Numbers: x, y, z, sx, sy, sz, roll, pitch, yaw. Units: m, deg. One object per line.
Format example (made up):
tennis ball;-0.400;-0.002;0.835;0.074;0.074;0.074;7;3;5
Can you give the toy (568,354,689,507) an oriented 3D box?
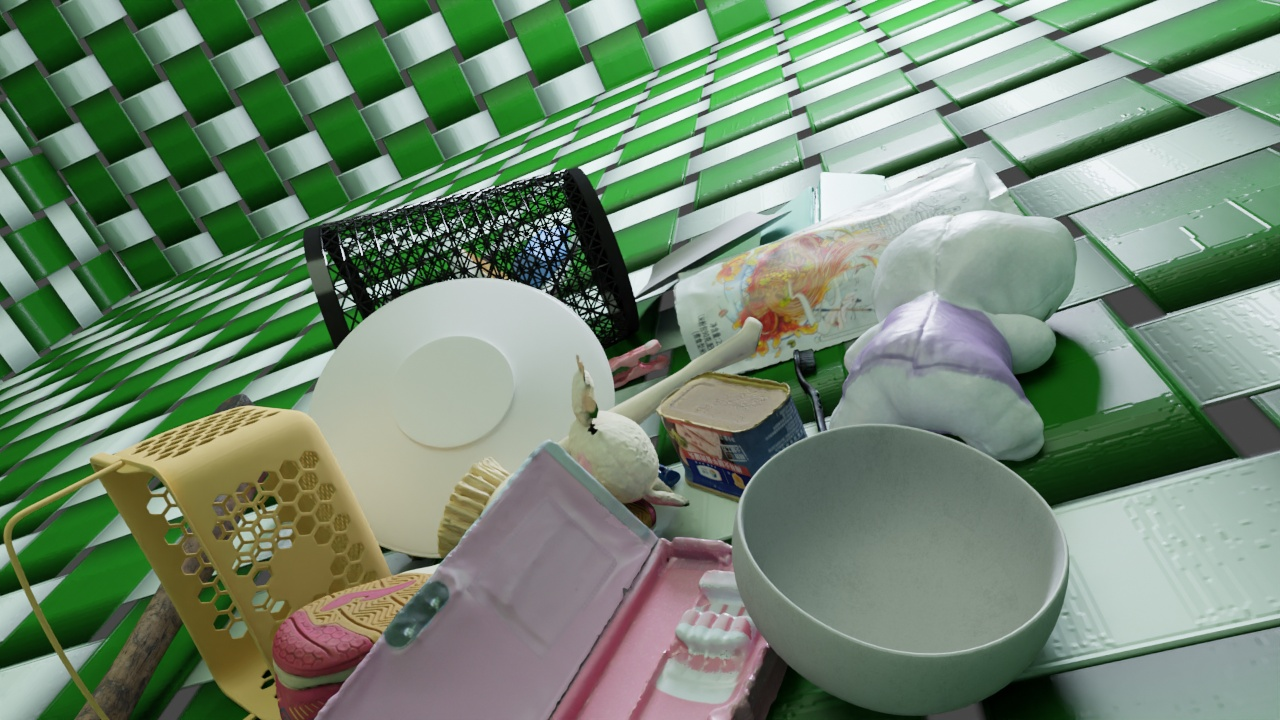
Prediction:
toy;-0.016;0.052;0.548;0.050;0.112;0.087;-45;15;0

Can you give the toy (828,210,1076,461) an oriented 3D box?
toy;0.188;-0.024;0.568;0.138;0.085;0.208;-9;33;37

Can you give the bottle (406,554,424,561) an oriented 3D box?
bottle;-0.130;0.102;0.675;0.109;0.043;0.043;-36;25;-21

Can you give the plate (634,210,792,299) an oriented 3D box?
plate;0.062;-0.107;0.873;0.173;0.019;0.173;-29;1;0

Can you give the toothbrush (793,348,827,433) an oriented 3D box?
toothbrush;0.118;0.033;0.601;0.017;0.014;0.187;-13;24;8

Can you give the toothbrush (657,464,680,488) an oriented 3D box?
toothbrush;-0.030;0.063;0.682;0.016;0.017;0.190;-36;25;-22

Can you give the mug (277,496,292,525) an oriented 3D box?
mug;-0.259;0.103;0.763;0.076;0.090;0.124;4;-21;-20

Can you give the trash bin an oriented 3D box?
trash bin;-0.144;-0.059;0.840;0.243;0.217;0.217;-21;22;-7

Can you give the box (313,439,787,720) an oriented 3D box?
box;-0.031;0.153;0.408;0.173;0.075;0.232;23;43;17

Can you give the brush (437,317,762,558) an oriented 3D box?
brush;-0.021;0.049;0.621;0.271;0.077;0.062;-36;-11;-16

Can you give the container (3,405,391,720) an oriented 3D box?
container;-0.254;0.134;0.548;0.129;0.183;0.166;1;26;46

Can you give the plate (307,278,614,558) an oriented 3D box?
plate;-0.134;0.028;0.667;0.229;0.030;0.229;-2;61;3

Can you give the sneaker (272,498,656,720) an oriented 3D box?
sneaker;-0.084;0.142;0.508;0.116;0.091;0.241;10;21;44

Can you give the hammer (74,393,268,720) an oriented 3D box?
hammer;-0.341;0.172;0.700;0.033;0.120;0.329;-18;33;19

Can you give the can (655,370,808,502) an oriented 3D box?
can;0.059;0.047;0.573;0.053;0.059;0.100;-38;25;-27

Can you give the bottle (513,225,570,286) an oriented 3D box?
bottle;-0.120;-0.144;1.186;0.048;0.048;0.130;-14;25;25

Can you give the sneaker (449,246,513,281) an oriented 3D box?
sneaker;-0.198;-0.077;1.095;0.079;0.087;0.235;-58;20;4

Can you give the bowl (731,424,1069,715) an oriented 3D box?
bowl;0.107;0.093;0.396;0.132;0.064;0.131;-2;35;1

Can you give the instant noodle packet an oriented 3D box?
instant noodle packet;0.159;-0.074;0.720;0.269;0.057;0.146;-21;46;14

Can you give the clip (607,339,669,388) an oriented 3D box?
clip;-0.002;0.010;0.782;0.060;0.041;0.023;-30;17;18

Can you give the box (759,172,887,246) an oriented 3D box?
box;0.169;-0.128;0.863;0.138;0.056;0.186;-12;25;15
